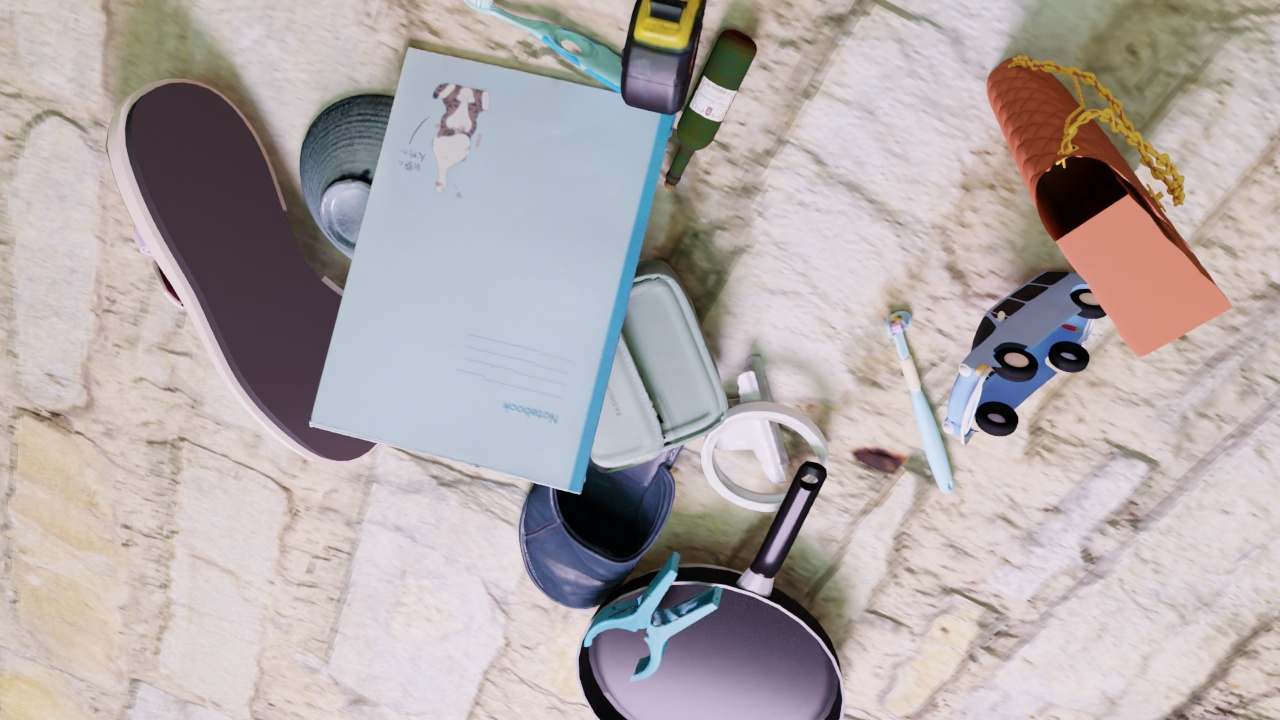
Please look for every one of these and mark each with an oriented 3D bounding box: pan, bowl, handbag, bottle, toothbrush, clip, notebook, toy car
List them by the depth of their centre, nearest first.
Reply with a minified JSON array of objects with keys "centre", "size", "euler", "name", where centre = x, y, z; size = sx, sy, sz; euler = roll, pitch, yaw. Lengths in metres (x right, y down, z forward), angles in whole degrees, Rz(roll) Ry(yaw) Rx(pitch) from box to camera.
[{"centre":[0.233,-0.096,0.473],"size":[0.109,0.171,0.060],"euler":[44,120,-15],"name":"handbag"},{"centre":[0.231,-0.008,0.557],"size":[0.055,0.153,0.056],"euler":[35,142,35],"name":"toy car"},{"centre":[-0.050,-0.197,0.567],"size":[0.135,0.022,0.017],"euler":[28,159,-4],"name":"toothbrush"},{"centre":[0.039,-0.152,0.571],"size":[0.025,0.025,0.106],"euler":[26,123,-4],"name":"bottle"},{"centre":[-0.093,-0.060,0.581],"size":[0.181,0.009,0.253],"euler":[13,87,4],"name":"notebook"},{"centre":[-0.004,0.004,0.627],"size":[0.106,0.067,0.122],"euler":[-22,104,4],"name":"handbag"},{"centre":[-0.183,-0.107,0.631],"size":[0.137,0.057,0.137],"euler":[6,122,9],"name":"bowl"},{"centre":[0.202,0.034,0.655],"size":[0.022,0.016,0.155],"euler":[-32,116,-16],"name":"toothbrush"},{"centre":[0.074,0.052,0.680],"size":[0.059,0.052,0.102],"euler":[-16,116,7],"name":"clip"},{"centre":[0.021,0.218,0.726],"size":[0.130,0.030,0.120],"euler":[-30,101,27],"name":"clip"},{"centre":[0.077,0.214,0.744],"size":[0.225,0.034,0.357],"euler":[20,120,2],"name":"pan"}]

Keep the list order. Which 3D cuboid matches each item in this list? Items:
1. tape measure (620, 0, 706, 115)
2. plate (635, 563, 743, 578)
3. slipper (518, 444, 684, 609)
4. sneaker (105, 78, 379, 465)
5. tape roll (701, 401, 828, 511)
[{"centre":[0.012,-0.181,0.533],"size":[0.042,0.072,0.072],"euler":[15,126,-1],"name":"tape measure"},{"centre":[0.057,0.260,0.818],"size":[0.182,0.034,0.183],"euler":[6,122,9],"name":"plate"},{"centre":[-0.037,0.123,0.726],"size":[0.109,0.083,0.266],"euler":[22,125,-4],"name":"slipper"},{"centre":[-0.295,-0.049,0.673],"size":[0.117,0.111,0.294],"euler":[-2,123,46],"name":"sneaker"},{"centre":[0.091,0.072,0.674],"size":[0.093,0.013,0.093],"euler":[6,122,10],"name":"tape roll"}]
